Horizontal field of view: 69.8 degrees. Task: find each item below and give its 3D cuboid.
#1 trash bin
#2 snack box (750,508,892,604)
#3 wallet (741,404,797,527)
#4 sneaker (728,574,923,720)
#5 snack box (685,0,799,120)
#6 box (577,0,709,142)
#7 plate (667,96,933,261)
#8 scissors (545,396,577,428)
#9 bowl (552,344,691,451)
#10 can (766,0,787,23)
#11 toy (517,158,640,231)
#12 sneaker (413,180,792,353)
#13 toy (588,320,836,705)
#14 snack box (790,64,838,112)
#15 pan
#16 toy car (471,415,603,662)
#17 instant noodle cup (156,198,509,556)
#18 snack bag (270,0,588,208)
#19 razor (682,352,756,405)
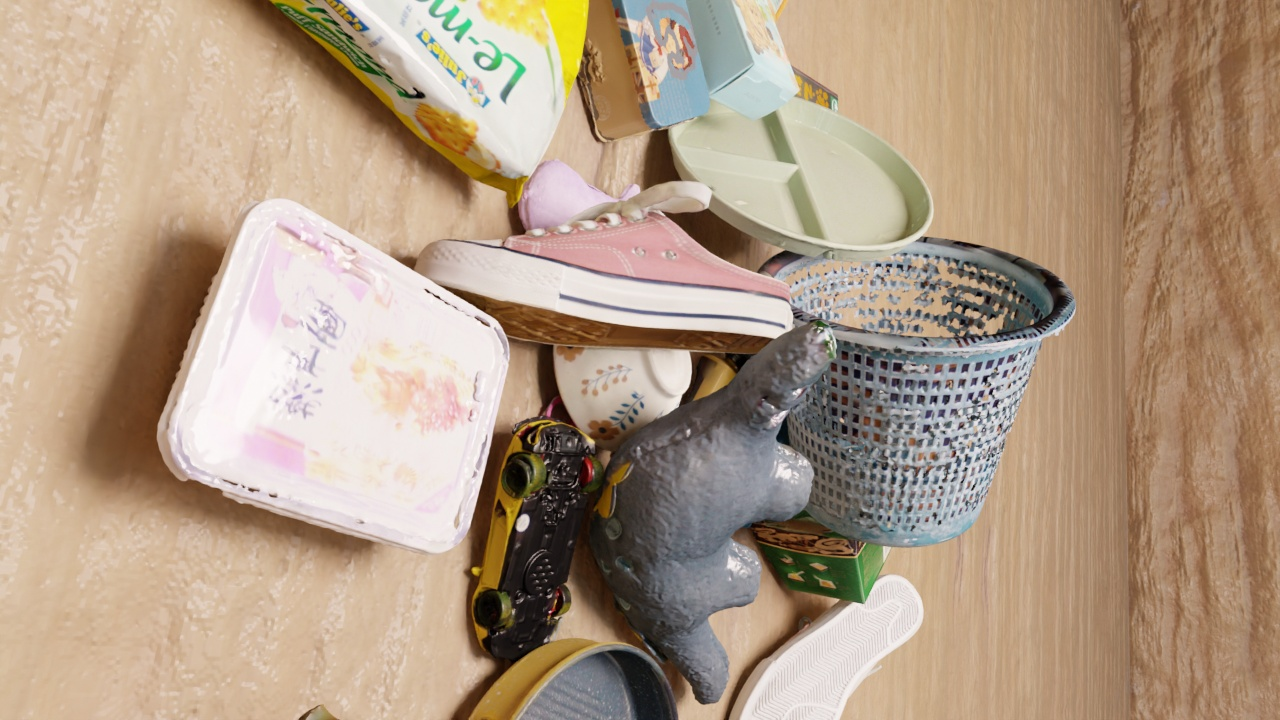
[{"bbox_3d":[0.199,0.027,0.718,0.225,0.227,0.195,-34,131,-49],"label":"trash bin"},{"bbox_3d":[0.177,0.154,0.842,0.118,0.118,0.106,-48,128,-40],"label":"snack box"},{"bbox_3d":[0.112,0.068,0.810,0.132,0.040,0.106,-54,151,-41],"label":"wallet"},{"bbox_3d":[0.155,0.285,0.840,0.241,0.091,0.089,-34,84,-29],"label":"sneaker"},{"bbox_3d":[0.068,-0.289,0.753,0.074,0.052,0.174,4,65,-52],"label":"snack box"},{"bbox_3d":[-0.011,-0.260,0.679,0.089,0.062,0.184,-36,117,-49],"label":"box"},{"bbox_3d":[0.130,-0.156,0.759,0.229,0.230,0.028,-44,162,-45],"label":"plate"},{"bbox_3d":[-0.024,0.041,0.672,0.133,0.017,0.133,-29,105,-54],"label":"scissors"},{"bbox_3d":[-0.004,0.004,0.647,0.113,0.062,0.113,27,56,-50],"label":"bowl"},{"bbox_3d":[0.117,-0.359,0.857,0.058,0.058,0.145,54,48,-35],"label":"can"},{"bbox_3d":[-0.041,-0.101,0.641,0.108,0.039,0.083,19,77,-44],"label":"toy"},{"bbox_3d":[-0.017,-0.058,0.569,0.241,0.118,0.087,5,77,-17],"label":"sneaker"},{"bbox_3d":[0.036,0.108,0.622,0.091,0.138,0.357,-68,173,-54],"label":"toy"},{"bbox_3d":[0.154,-0.216,0.905,0.125,0.053,0.113,8,80,-47],"label":"snack box"},{"bbox_3d":[-0.074,0.237,0.514,0.357,0.078,0.197,43,59,-45],"label":"pan"},{"bbox_3d":[-0.069,0.113,0.579,0.071,0.041,0.156,8,95,-52],"label":"toy car"},{"bbox_3d":[-0.155,0.016,0.467,0.173,0.060,0.137,32,62,-45],"label":"instant noodle cup"},{"bbox_3d":[-0.127,-0.220,0.518,0.246,0.068,0.157,41,55,-42],"label":"snack bag"},{"bbox_3d":[0.057,0.043,0.742,0.167,0.068,0.062,-57,130,-30],"label":"razor"}]
